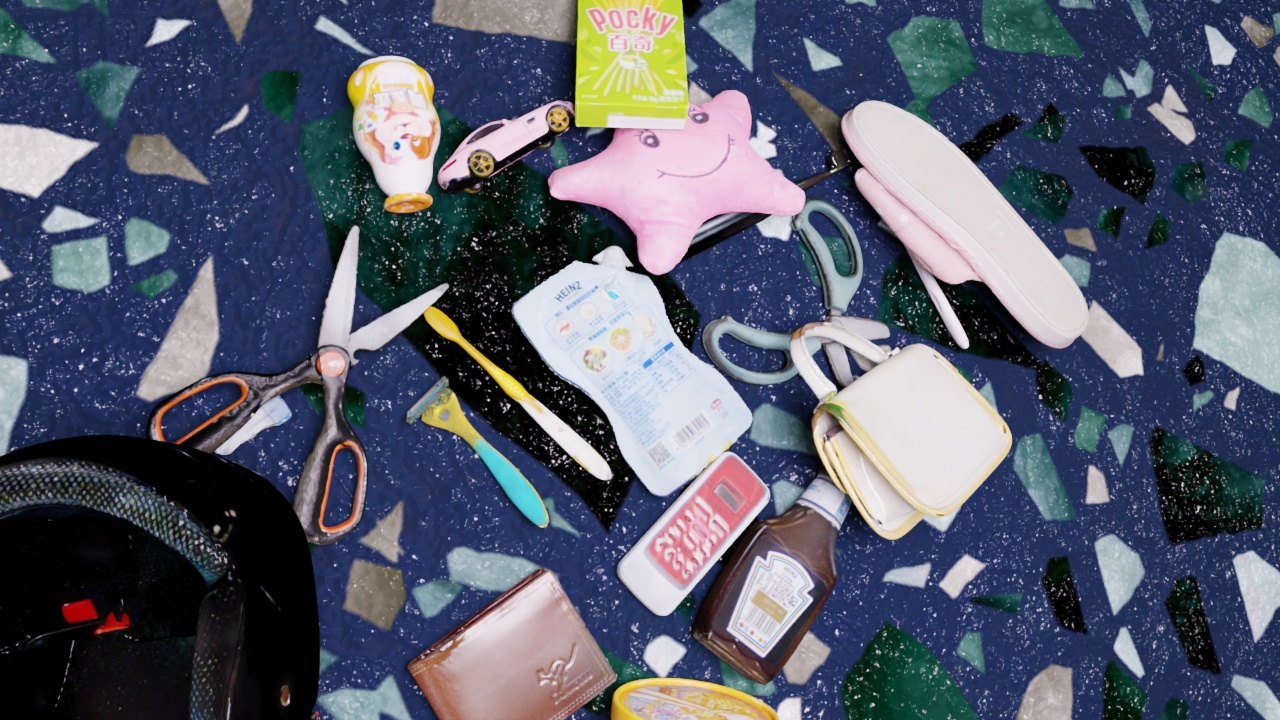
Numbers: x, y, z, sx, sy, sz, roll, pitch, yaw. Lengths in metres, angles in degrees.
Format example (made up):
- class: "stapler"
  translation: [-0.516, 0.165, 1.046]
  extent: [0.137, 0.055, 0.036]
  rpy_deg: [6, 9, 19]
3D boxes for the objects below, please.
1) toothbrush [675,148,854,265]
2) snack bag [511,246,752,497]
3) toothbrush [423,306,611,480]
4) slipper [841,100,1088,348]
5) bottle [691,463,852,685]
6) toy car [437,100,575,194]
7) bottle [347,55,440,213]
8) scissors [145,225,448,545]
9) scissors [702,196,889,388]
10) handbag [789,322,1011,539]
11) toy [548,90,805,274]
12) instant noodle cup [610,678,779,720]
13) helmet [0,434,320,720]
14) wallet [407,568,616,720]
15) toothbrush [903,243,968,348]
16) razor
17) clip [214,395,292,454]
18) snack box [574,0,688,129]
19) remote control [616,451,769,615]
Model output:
- class: "toothbrush"
  translation: [0.097, -0.129, 0.771]
  extent: [0.212, 0.026, 0.027]
  rpy_deg: [-29, 96, -18]
- class: "snack bag"
  translation: [-0.004, 0.004, 0.717]
  extent: [0.110, 0.039, 0.191]
  rpy_deg: [-39, 91, -12]
- class: "toothbrush"
  translation: [-0.093, 0.027, 0.701]
  extent: [0.191, 0.018, 0.016]
  rpy_deg: [43, 75, -8]
- class: "slipper"
  translation: [0.272, -0.114, 0.791]
  extent: [0.274, 0.055, 0.113]
  rpy_deg: [45, 50, 1]
- class: "bottle"
  translation: [0.121, 0.154, 0.725]
  extent: [0.080, 0.044, 0.194]
  rpy_deg: [39, 73, -7]
- class: "toy car"
  translation: [-0.103, -0.167, 0.707]
  extent: [0.122, 0.056, 0.037]
  rpy_deg: [-35, 99, -18]
- class: "bottle"
  translation: [-0.180, -0.166, 0.680]
  extent: [0.063, 0.063, 0.108]
  rpy_deg: [-8, 84, -17]
- class: "scissors"
  translation: [-0.232, 0.019, 0.641]
  extent: [0.227, 0.022, 0.221]
  rpy_deg: [-9, 93, -23]
- class: "scissors"
  translation: [0.130, -0.057, 0.774]
  extent: [0.171, 0.019, 0.170]
  rpy_deg: [-2, 81, -14]
- class: "handbag"
  translation: [0.193, 0.039, 0.733]
  extent: [0.163, 0.063, 0.178]
  rpy_deg: [-26, 74, -44]
- class: "toy"
  translation: [0.018, -0.160, 0.728]
  extent: [0.194, 0.075, 0.178]
  rpy_deg: [-24, 75, -19]
- class: "instant noodle cup"
  translation: [0.033, 0.298, 0.644]
  extent: [0.118, 0.118, 0.114]
  rpy_deg: [8, 86, -14]
- class: "helmet"
  translation: [-0.297, 0.172, 0.512]
  extent: [0.233, 0.230, 0.275]
  rpy_deg: [5, 105, -5]
- class: "wallet"
  translation: [-0.090, 0.226, 0.662]
  extent: [0.124, 0.032, 0.101]
  rpy_deg: [-33, 94, -17]
- class: "toothbrush"
  translation: [0.241, -0.088, 0.811]
  extent: [0.016, 0.016, 0.180]
  rpy_deg: [-30, 90, -10]
- class: "razor"
  translation: [-0.114, 0.073, 0.679]
  extent: [0.043, 0.028, 0.132]
  rpy_deg: [-44, 91, 6]
- class: "clip"
  translation: [-0.275, 0.045, 0.644]
  extent: [0.058, 0.036, 0.026]
  rpy_deg: [-36, 98, -17]
- class: "snack box"
  translation: [-0.008, -0.247, 0.723]
  extent: [0.086, 0.026, 0.156]
  rpy_deg: [1, 58, -3]
- class: "remote control"
  translation: [0.043, 0.134, 0.718]
  extent: [0.056, 0.020, 0.135]
  rpy_deg: [47, 73, -5]
